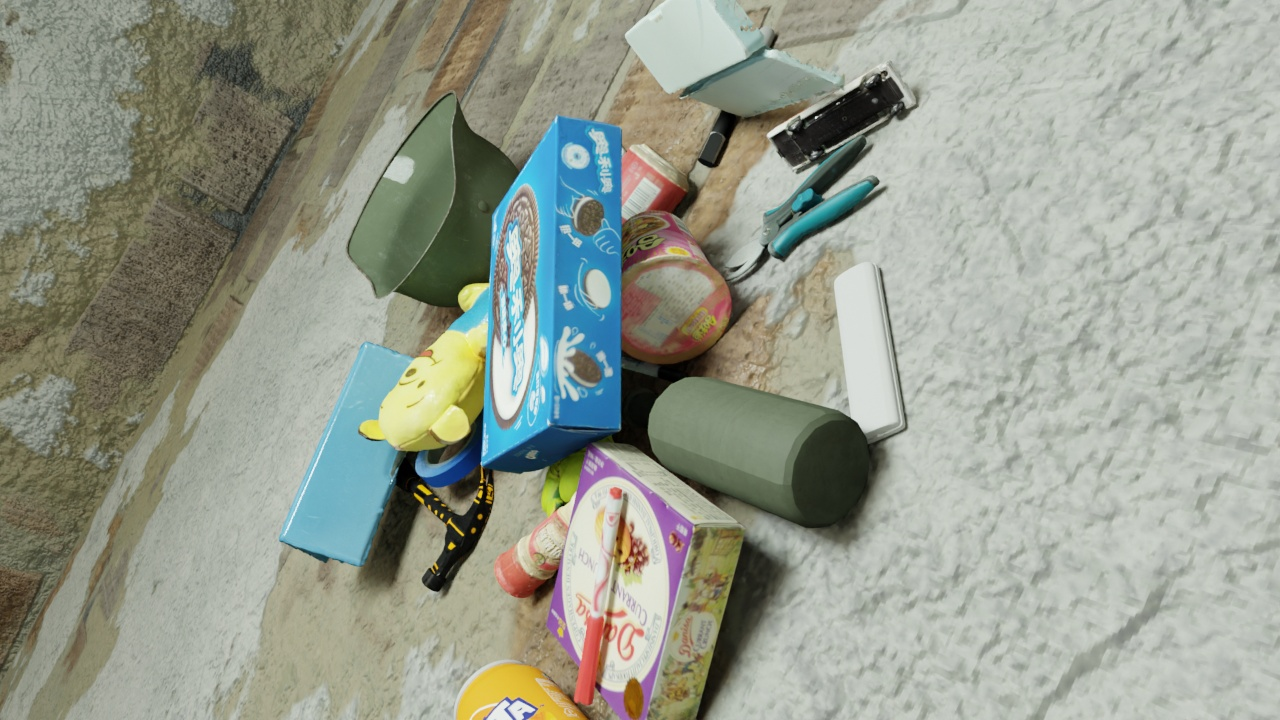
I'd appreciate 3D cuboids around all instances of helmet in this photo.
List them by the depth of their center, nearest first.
[{"bbox_3d":[-0.212,-0.156,1.047,0.228,0.153,0.267,-38,34,33],"label":"helmet"}]

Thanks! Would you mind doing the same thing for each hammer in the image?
[{"bbox_3d":[-0.244,0.130,0.989,0.321,0.036,0.123,22,80,55],"label":"hammer"}]

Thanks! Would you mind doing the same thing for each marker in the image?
[{"bbox_3d":[-0.026,0.151,0.590,0.013,0.012,0.142,13,96,56],"label":"marker"},{"bbox_3d":[-0.005,0.005,0.782,0.152,0.011,0.011,13,76,56],"label":"marker"},{"bbox_3d":[0.088,-0.241,0.837,0.016,0.016,0.140,16,79,56],"label":"marker"}]

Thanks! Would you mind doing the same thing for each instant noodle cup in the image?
[{"bbox_3d":[0.016,-0.067,0.742,0.098,0.097,0.108,-46,28,22],"label":"instant noodle cup"}]

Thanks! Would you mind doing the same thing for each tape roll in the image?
[{"bbox_3d":[-0.186,0.087,0.927,0.091,0.016,0.092,9,52,52],"label":"tape roll"}]

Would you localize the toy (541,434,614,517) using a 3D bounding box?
[{"bbox_3d":[-0.053,0.089,0.761,0.094,0.036,0.094,-13,54,58],"label":"toy"}]

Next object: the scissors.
[{"bbox_3d":[0.122,-0.113,0.695,0.128,0.019,0.153,24,87,59],"label":"scissors"}]

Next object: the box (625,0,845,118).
[{"bbox_3d":[0.062,-0.233,0.716,0.049,0.136,0.197,-59,17,1],"label":"box"}]

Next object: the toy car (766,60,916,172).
[{"bbox_3d":[0.152,-0.187,0.696,0.113,0.039,0.038,-25,26,41],"label":"toy car"}]

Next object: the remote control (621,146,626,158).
[{"bbox_3d":[-0.067,-0.176,1.002,0.147,0.008,0.045,-50,35,16],"label":"remote control"}]

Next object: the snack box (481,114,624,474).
[{"bbox_3d":[-0.074,-0.041,0.730,0.196,0.056,0.238,148,126,-63],"label":"snack box"}]

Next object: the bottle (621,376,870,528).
[{"bbox_3d":[0.055,0.050,0.613,0.207,0.071,0.071,14,77,56],"label":"bottle"}]

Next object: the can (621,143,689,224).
[{"bbox_3d":[-0.027,-0.117,0.851,0.170,0.067,0.067,-53,34,13],"label":"can"}]

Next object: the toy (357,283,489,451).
[{"bbox_3d":[-0.177,0.007,0.920,0.149,0.084,0.213,-9,45,57],"label":"toy"}]

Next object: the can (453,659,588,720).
[{"bbox_3d":[-0.068,0.263,0.609,0.142,0.079,0.079,21,83,57],"label":"can"}]

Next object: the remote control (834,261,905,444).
[{"bbox_3d":[0.144,-0.008,0.589,0.033,0.012,0.130,-31,44,37],"label":"remote control"}]

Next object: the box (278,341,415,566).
[{"bbox_3d":[-0.301,0.106,0.998,0.102,0.094,0.231,127,160,-66],"label":"box"}]

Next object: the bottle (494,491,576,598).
[{"bbox_3d":[-0.070,0.147,0.733,0.109,0.044,0.044,-42,38,26],"label":"bottle"}]

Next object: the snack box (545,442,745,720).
[{"bbox_3d":[-0.002,0.147,0.606,0.143,0.040,0.148,28,108,57],"label":"snack box"}]
